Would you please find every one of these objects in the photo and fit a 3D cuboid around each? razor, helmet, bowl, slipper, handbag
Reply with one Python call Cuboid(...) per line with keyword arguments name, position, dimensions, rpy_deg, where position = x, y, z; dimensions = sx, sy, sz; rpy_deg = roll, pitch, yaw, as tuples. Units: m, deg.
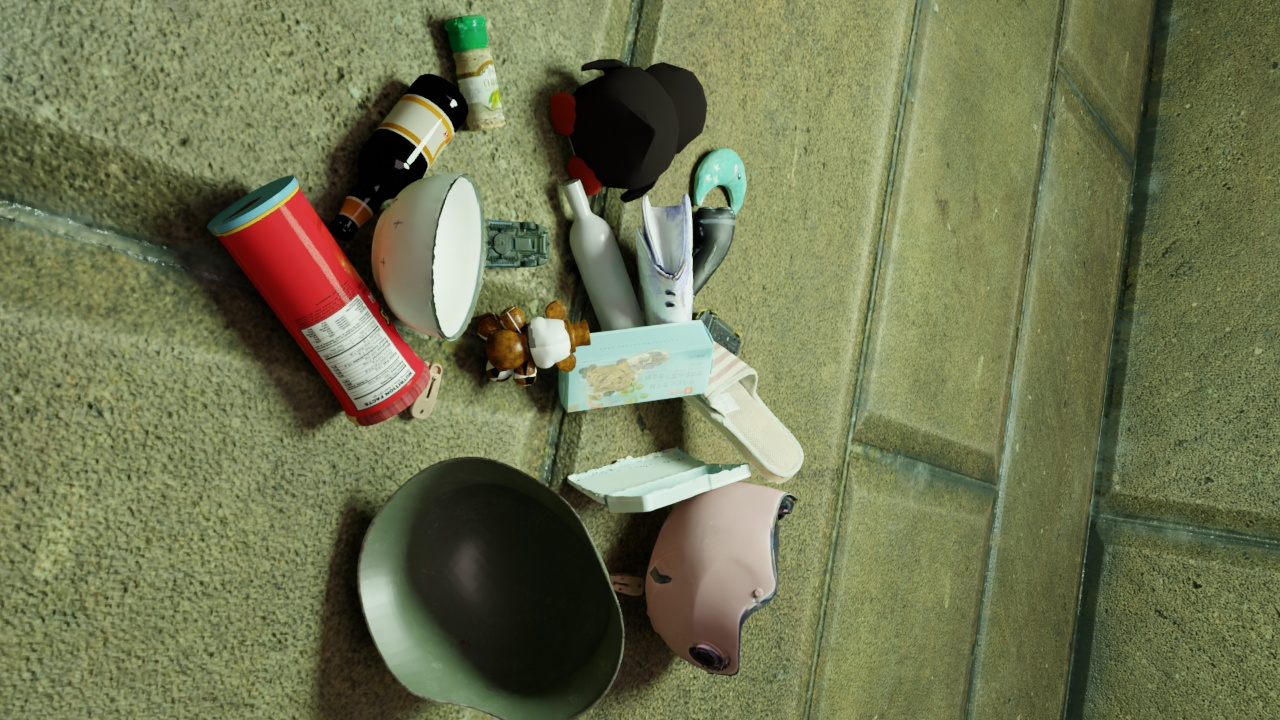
Cuboid(name="razor", position=(0.079, -0.143, 1.200), dimensions=(0.063, 0.053, 0.140), rpy_deg=(39, 67, -29))
Cuboid(name="helmet", position=(-0.125, 0.226, 0.906), dimensions=(0.227, 0.268, 0.154), rpy_deg=(-45, 168, 3))
Cuboid(name="bowl", position=(-0.197, -0.098, 0.842), dimensions=(0.153, 0.073, 0.153), rpy_deg=(10, 88, -85))
Cuboid(name="slipper", position=(0.108, 0.040, 1.144), dimensions=(0.263, 0.052, 0.114), rpy_deg=(48, 41, 6))
Cuboid(name="handbag", position=(0.028, -0.102, 1.075), dimensions=(0.159, 0.069, 0.126), rpy_deg=(86, 4, -60))
Cuboid(name="helmet", position=(0.087, 0.265, 1.141), dimensions=(0.229, 0.152, 0.256), rpy_deg=(-68, 174, -46))

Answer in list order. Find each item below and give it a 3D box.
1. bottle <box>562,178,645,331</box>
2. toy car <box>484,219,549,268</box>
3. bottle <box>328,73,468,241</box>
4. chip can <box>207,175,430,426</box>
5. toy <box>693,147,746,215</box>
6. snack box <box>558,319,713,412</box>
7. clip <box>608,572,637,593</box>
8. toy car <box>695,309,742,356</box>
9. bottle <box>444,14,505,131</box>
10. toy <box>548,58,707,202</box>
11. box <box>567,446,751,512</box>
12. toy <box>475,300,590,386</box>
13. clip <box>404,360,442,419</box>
Cuboid(name="bottle", position=(-0.048, -0.115, 1.065), dimensions=(0.052, 0.053, 0.195), rpy_deg=(-40, 121, -37))
Cuboid(name="toy car", position=(-0.151, -0.120, 0.962), dimensions=(0.120, 0.044, 0.056), rpy_deg=(-4, 96, -44))
Cuboid(name="bottle", position=(-0.231, -0.186, 0.859), dimensions=(0.059, 0.059, 0.181), rpy_deg=(48, 60, -38))
Cuboid(name="chip can", position=(-0.276, -0.048, 0.805), dimensions=(0.086, 0.087, 0.213), rpy_deg=(-49, 125, -33))
Cuboid(name="toy", position=(0.112, -0.243, 1.242), dimensions=(0.105, 0.033, 0.085), rpy_deg=(4, 101, -48))
Cuboid(name="snack box", position=(-0.006, 0.006, 1.045), dimensions=(0.174, 0.053, 0.075), rpy_deg=(-7, 134, -14))
Cuboid(name="clip", position=(-0.030, 0.277, 1.145), dimensions=(0.061, 0.049, 0.026), rpy_deg=(82, 16, -84))
Cuboid(name="toy car", position=(0.103, -0.033, 1.250), dimensions=(0.107, 0.030, 0.049), rpy_deg=(38, 67, -44))
Cuboid(name="bottle", position=(-0.167, -0.290, 0.931), dimensions=(0.043, 0.043, 0.111), rpy_deg=(-25, 112, -43))
Cuboid(name="toy", position=(0.014, -0.279, 1.051), dimensions=(0.183, 0.140, 0.159), rpy_deg=(-37, 119, -39))
Cuboid(name="box", position=(0.026, 0.145, 1.105), dimensions=(0.196, 0.136, 0.044), rpy_deg=(-8, 101, -47))
Cuboid(name="toy", position=(-0.111, -0.019, 0.965), dimensions=(0.112, 0.067, 0.087), rpy_deg=(-13, 106, -10))
Cuboid(name="clip", position=(-0.214, 0.029, 0.917), dimensions=(0.026, 0.050, 0.061), rpy_deg=(27, 46, -45))
